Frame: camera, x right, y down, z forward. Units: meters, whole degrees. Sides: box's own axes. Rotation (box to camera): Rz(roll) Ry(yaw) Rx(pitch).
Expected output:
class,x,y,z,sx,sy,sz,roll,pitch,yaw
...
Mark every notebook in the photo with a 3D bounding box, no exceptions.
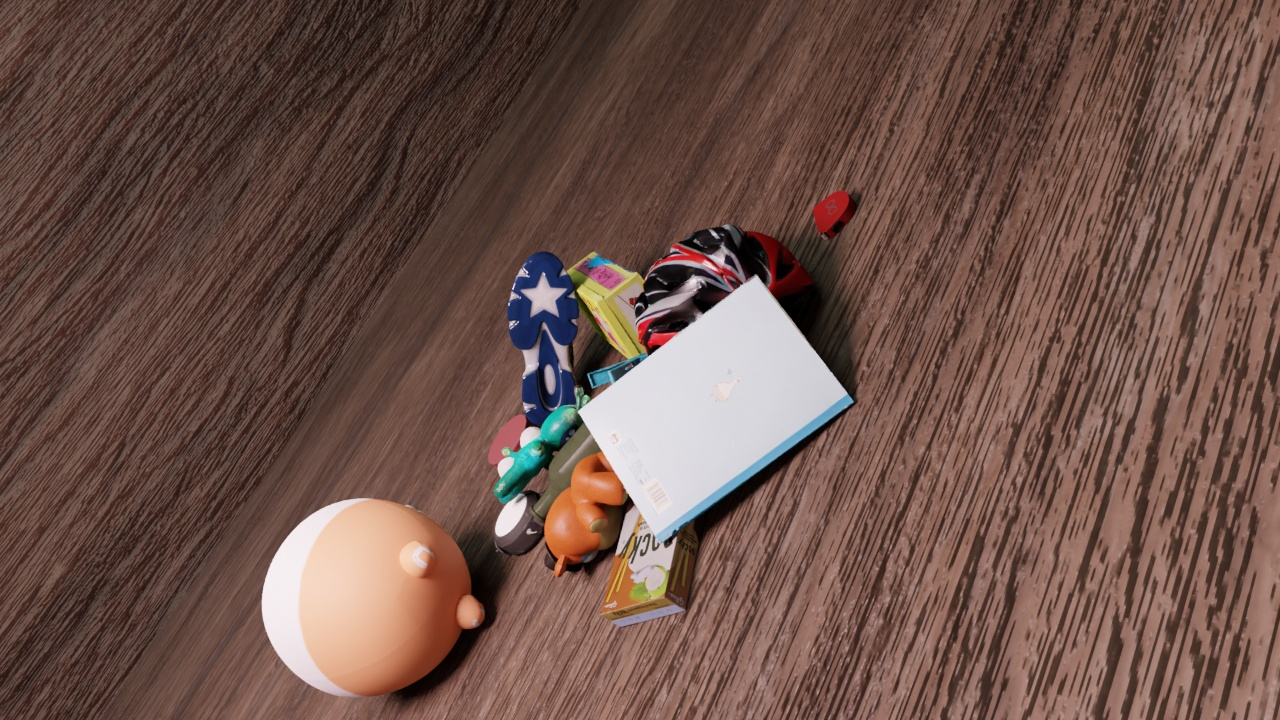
class,x,y,z,sx,sy,sz,roll,pitch,yaw
notebook,0.073,0.051,0.983,0.254,0.009,0.181,-37,66,10

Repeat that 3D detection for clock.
class,x,y,z,sx,sy,sz,roll,pitch,yaw
clock,-0.172,0.227,1.290,0.123,0.044,0.091,-29,33,39
clock,-0.189,0.138,1.430,0.096,0.048,0.137,-53,25,-1

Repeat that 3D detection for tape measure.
class,x,y,z,sx,sy,sz,roll,pitch,yaw
tape measure,0.246,-0.185,1.156,0.052,0.019,0.058,-34,37,29

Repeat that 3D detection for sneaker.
class,x,y,z,sx,sy,sz,roll,pitch,yaw
sneaker,-0.144,-0.043,1.410,0.103,0.270,0.132,-4,22,-3

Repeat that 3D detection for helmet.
class,x,y,z,sx,sy,sz,roll,pitch,yaw
helmet,0.087,-0.071,1.139,0.217,0.167,0.272,-48,11,-10

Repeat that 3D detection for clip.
class,x,y,z,sx,sy,sz,roll,pitch,yaw
clip,-0.002,0.006,1.239,0.119,0.027,0.103,-22,9,-28

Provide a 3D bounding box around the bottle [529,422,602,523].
class,x,y,z,sx,sy,sz,roll,pitch,yaw
bottle,-0.070,0.130,1.214,0.207,0.071,0.071,-49,25,6

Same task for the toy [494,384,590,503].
class,x,y,z,sx,sy,sz,roll,pitch,yaw
toy,-0.133,0.115,1.263,0.193,0.072,0.131,-47,-13,-13

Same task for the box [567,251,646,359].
class,x,y,z,sx,sy,sz,roll,pitch,yaw
box,-0.039,-0.082,1.371,0.080,0.124,0.221,-38,25,-9

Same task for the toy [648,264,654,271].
class,x,y,z,sx,sy,sz,roll,pitch,yaw
toy,0.047,-0.123,1.357,0.105,0.053,0.108,-3,49,40

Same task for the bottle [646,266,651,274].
class,x,y,z,sx,sy,sz,roll,pitch,yaw
bottle,0.025,-0.105,1.410,0.030,0.030,0.112,-40,28,24

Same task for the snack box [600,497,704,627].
class,x,y,z,sx,sy,sz,roll,pitch,yaw
snack box,0.021,0.196,1.021,0.101,0.031,0.185,-28,34,41

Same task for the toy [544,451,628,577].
class,x,y,z,sx,sy,sz,roll,pitch,yaw
toy,-0.066,0.185,1.105,0.176,0.096,0.112,-47,11,21

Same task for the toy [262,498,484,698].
class,x,y,z,sx,sy,sz,roll,pitch,yaw
toy,-0.355,0.314,1.244,0.281,0.263,0.264,-12,36,29
